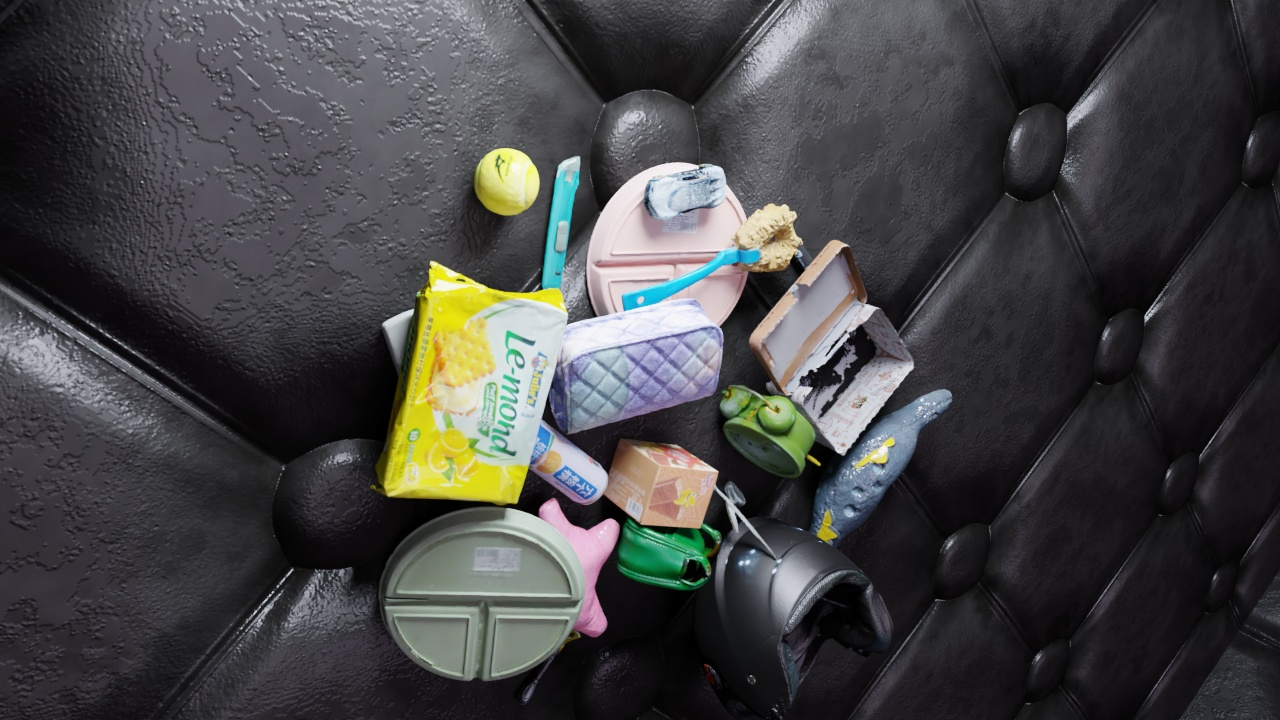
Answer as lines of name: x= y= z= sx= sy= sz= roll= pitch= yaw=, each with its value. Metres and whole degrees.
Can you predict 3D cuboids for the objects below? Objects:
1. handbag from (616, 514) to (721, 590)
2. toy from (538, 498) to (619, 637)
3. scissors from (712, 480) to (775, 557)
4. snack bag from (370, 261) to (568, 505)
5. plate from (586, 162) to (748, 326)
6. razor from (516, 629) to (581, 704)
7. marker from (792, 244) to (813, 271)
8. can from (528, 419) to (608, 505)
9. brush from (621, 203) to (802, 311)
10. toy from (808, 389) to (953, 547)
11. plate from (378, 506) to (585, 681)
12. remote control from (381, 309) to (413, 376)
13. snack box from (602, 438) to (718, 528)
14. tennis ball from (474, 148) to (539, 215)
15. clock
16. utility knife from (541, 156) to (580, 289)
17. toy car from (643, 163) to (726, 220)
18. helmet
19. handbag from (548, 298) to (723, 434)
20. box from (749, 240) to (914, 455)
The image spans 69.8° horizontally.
handbag: x=0.036 y=0.227 z=1.130 sx=0.120 sy=0.131 sz=0.068 roll=14 pitch=98 yaw=8
toy: x=-0.107 y=0.254 z=1.089 sx=0.178 sy=0.075 sz=0.195 roll=0 pitch=104 yaw=-31
scissors: x=0.111 y=0.180 z=1.166 sx=0.159 sy=0.177 sz=0.014 roll=41 pitch=99 yaw=-8
snack bag: x=-0.177 y=0.032 z=0.936 sx=0.157 sy=0.068 sz=0.246 roll=10 pitch=101 yaw=-36
plate: x=0.042 y=-0.115 z=1.081 sx=0.229 sy=0.028 sz=0.230 roll=-11 pitch=112 yaw=-30
razor: x=-0.112 y=0.374 z=1.161 sx=0.042 sy=0.022 sz=0.142 roll=35 pitch=89 yaw=-10
marker: x=0.205 y=-0.141 z=1.186 sx=0.132 sy=0.020 sz=0.022 roll=48 pitch=56 yaw=-34
can: x=-0.097 y=0.114 z=1.056 sx=0.053 sy=0.053 sz=0.134 roll=-52 pitch=127 yaw=-7
brush: x=0.087 y=-0.111 z=1.067 sx=0.254 sy=0.046 sz=0.083 roll=-26 pitch=127 yaw=-24
toy: x=0.333 y=0.165 z=1.339 sx=0.356 sy=0.091 sz=0.138 roll=-51 pitch=139 yaw=-5
plate: x=-0.175 y=0.268 z=1.025 sx=0.230 sy=0.027 sz=0.230 roll=-4 pitch=113 yaw=-9
remote control: x=-0.221 y=0.018 z=0.958 sx=0.058 sy=0.021 sz=0.150 roll=-25 pitch=119 yaw=-26
snack box: x=0.024 y=0.150 z=1.124 sx=0.094 sy=0.093 sz=0.077 roll=11 pitch=100 yaw=-35
tennis ball: x=-0.134 y=-0.178 z=0.917 sx=0.065 sy=0.065 sz=0.065 roll=-12 pitch=113 yaw=-30
clock: x=0.162 y=0.086 z=1.182 sx=0.056 sy=0.116 sz=0.161 roll=-54 pitch=131 yaw=-20
utility knife: x=-0.089 y=-0.126 z=0.999 sx=0.029 sy=0.013 sz=0.193 roll=0 pitch=107 yaw=-34
toy car: x=0.052 y=-0.187 z=1.025 sx=0.105 sy=0.031 sz=0.049 roll=-19 pitch=115 yaw=-26
helmet: x=0.179 y=0.346 z=1.219 sx=0.232 sy=0.230 sz=0.275 roll=-13 pitch=137 yaw=-37
handbag: x=-0.006 y=0.006 z=1.040 sx=0.193 sy=0.075 sz=0.134 roll=-12 pitch=132 yaw=-18
box: x=0.241 y=-0.020 z=1.209 sx=0.178 sy=0.088 sz=0.262 roll=-50 pitch=127 yaw=-9
